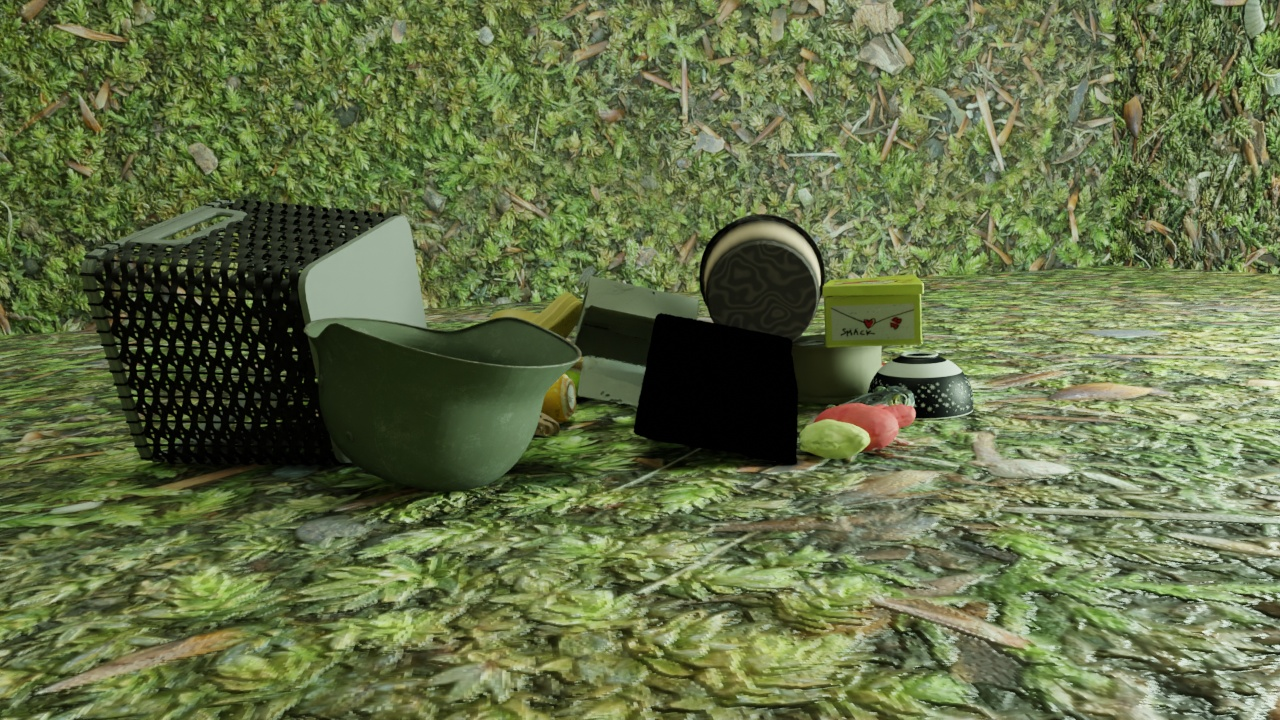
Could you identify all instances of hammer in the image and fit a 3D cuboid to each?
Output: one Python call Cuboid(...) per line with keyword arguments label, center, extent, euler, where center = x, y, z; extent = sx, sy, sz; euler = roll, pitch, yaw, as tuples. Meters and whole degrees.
Cuboid(label="hammer", center=(-0.117, 0.008, 1.503), extent=(0.329, 0.033, 0.132), euler=(-8, 10, -24))

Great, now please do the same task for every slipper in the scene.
Cuboid(label="slipper", center=(-0.172, -0.023, 1.217), extent=(0.078, 0.100, 0.262), euler=(34, 42, 10))

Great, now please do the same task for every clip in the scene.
Cuboid(label="clip", center=(-0.113, 0.074, 1.071), extent=(0.061, 0.025, 0.045), euler=(12, 17, 34))

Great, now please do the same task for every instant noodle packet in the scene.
Cuboid(label="instant noodle packet", center=(0.082, 0.037, 0.972), extent=(0.163, 0.084, 0.221), euler=(12, 25, 0))

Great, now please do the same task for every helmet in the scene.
Cuboid(label="helmet", center=(-0.200, 0.037, 0.860), extent=(0.268, 0.154, 0.226), euler=(20, 14, 29))

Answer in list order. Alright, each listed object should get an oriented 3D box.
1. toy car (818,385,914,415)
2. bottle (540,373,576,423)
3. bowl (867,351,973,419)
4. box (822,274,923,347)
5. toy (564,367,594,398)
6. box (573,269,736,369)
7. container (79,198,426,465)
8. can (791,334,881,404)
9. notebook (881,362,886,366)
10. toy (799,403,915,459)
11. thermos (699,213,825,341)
Cuboid(label="toy car", center=(0.250, 0.057, 1.013), extent=(0.105, 0.033, 0.048), euler=(-18, 15, -11))
Cuboid(label="bottle", center=(-0.135, 0.047, 1.120), extent=(0.109, 0.063, 0.063), euler=(-4, 8, 10))
Cuboid(label="bowl", center=(0.329, 0.025, 1.083), extent=(0.120, 0.066, 0.120), euler=(-3, 8, 0))
Cuboid(label="box", center=(0.301, -0.069, 1.188), extent=(0.124, 0.079, 0.220), euler=(-1, 10, 17))
Cuboid(label="toy", center=(-0.110, 0.031, 1.286), extent=(0.092, 0.043, 0.117), euler=(2, 8, 14))
Cuboid(label="box", center=(0.008, -0.067, 1.260), extent=(0.166, 0.108, 0.419), euler=(11, -13, -7))
Cuboid(label="container", center=(-0.405, -0.035, 1.031), extent=(0.244, 0.246, 0.246), euler=(3, 25, 14))
Cuboid(label="can", center=(0.250, 0.009, 1.198), extent=(0.128, 0.073, 0.127), euler=(-3, 8, 0))
Cuboid(label="notebook", center=(0.282, 0.008, 1.407), extent=(0.152, 0.012, 0.209), euler=(-7, 10, -26))
Cuboid(label="toy", center=(0.215, 0.067, 0.910), extent=(0.134, 0.045, 0.092), euler=(-15, 11, -38))
Cuboid(label="thermos", center=(0.156, -0.097, 1.180), extent=(0.173, 0.173, 0.226), euler=(-2, 12, 8))
